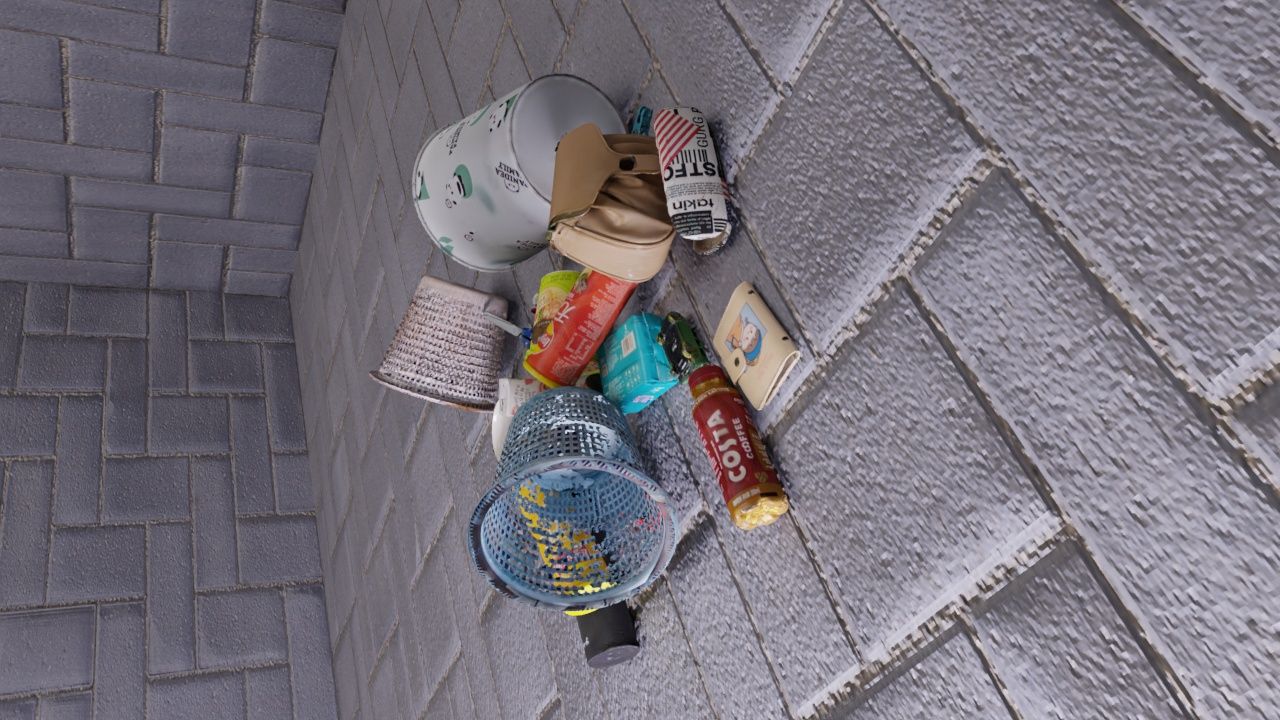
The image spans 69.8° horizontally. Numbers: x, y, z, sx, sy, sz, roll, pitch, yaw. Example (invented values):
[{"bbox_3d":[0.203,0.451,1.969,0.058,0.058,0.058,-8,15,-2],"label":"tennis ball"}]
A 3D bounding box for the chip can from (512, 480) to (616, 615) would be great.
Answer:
[{"bbox_3d":[-0.103,0.215,1.168,0.213,0.072,0.072,59,138,36],"label":"chip can"}]

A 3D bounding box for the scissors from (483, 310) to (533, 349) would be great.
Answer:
[{"bbox_3d":[-0.187,-0.054,1.428,0.174,0.012,0.108,50,126,21],"label":"scissors"}]

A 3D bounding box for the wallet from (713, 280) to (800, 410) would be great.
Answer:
[{"bbox_3d":[0.115,-0.013,0.943,0.087,0.024,0.115,-61,40,31],"label":"wallet"}]

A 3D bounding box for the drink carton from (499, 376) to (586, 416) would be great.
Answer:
[{"bbox_3d":[-0.135,0.050,1.280,0.046,0.122,0.053,0,90,63],"label":"drink carton"}]

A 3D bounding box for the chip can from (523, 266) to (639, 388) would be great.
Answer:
[{"bbox_3d":[-0.060,-0.065,1.129,0.217,0.073,0.073,-57,36,8],"label":"chip can"}]

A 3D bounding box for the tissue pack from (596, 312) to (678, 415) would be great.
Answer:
[{"bbox_3d":[-0.007,0.007,1.128,0.134,0.050,0.093,-37,58,55],"label":"tissue pack"}]

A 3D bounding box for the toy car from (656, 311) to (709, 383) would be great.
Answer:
[{"bbox_3d":[0.048,-0.015,1.045,0.043,0.036,0.091,-62,40,40],"label":"toy car"}]

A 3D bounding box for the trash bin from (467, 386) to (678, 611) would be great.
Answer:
[{"bbox_3d":[-0.080,0.141,1.062,0.194,0.226,0.227,-99,25,-56],"label":"trash bin"}]

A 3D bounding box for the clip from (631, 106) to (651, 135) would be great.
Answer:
[{"bbox_3d":[0.001,-0.295,1.166,0.039,0.013,0.056,50,132,49],"label":"clip"}]

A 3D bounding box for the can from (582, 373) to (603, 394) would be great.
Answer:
[{"bbox_3d":[-0.066,0.086,1.226,0.053,0.053,0.133,57,135,45],"label":"can"}]

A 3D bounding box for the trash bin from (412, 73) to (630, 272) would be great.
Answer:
[{"bbox_3d":[-0.154,-0.256,1.241,0.253,0.229,0.229,-12,78,54],"label":"trash bin"}]

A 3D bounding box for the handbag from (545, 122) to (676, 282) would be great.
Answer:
[{"bbox_3d":[-0.028,-0.190,1.044,0.100,0.147,0.204,107,168,-47],"label":"handbag"}]

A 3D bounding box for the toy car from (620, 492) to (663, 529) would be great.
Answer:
[{"bbox_3d":[-0.004,0.178,1.137,0.106,0.031,0.049,11,97,62],"label":"toy car"}]

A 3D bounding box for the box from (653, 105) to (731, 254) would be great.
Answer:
[{"bbox_3d":[0.058,-0.196,1.014,0.088,0.076,0.162,91,168,-70],"label":"box"}]

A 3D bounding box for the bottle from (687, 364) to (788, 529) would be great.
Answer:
[{"bbox_3d":[0.094,0.084,0.939,0.058,0.057,0.174,-57,42,43],"label":"bottle"}]

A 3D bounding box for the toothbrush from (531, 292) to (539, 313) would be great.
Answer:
[{"bbox_3d":[-0.153,-0.088,1.368,0.188,0.016,0.017,154,127,-81],"label":"toothbrush"}]

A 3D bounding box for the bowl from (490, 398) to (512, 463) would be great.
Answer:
[{"bbox_3d":[-0.179,0.109,1.411,0.117,0.066,0.116,-2,88,60],"label":"bowl"}]

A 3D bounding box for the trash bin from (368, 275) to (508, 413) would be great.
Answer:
[{"bbox_3d":[-0.320,-0.033,1.548,0.228,0.227,0.192,20,93,59],"label":"trash bin"}]

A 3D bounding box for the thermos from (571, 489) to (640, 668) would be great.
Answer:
[{"bbox_3d":[-0.064,0.280,1.214,0.090,0.068,0.242,87,167,-55],"label":"thermos"}]

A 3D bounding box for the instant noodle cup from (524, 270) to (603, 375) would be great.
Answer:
[{"bbox_3d":[-0.099,-0.053,1.246,0.112,0.111,0.123,-28,57,57],"label":"instant noodle cup"}]
